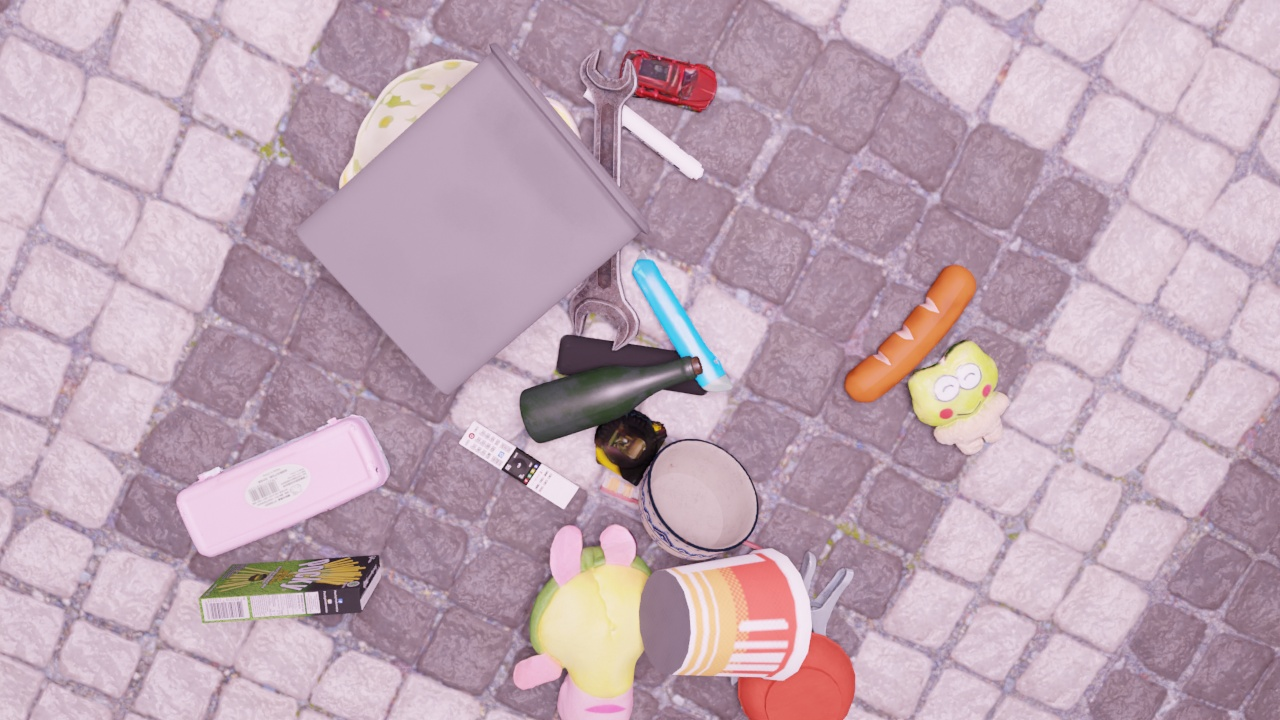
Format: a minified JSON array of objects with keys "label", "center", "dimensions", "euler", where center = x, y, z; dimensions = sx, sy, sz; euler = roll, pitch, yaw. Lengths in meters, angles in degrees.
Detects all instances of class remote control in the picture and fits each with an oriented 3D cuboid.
[{"label":"remote control","center":[-0.120,0.103,0.912],"dimensions":[0.124,0.011,0.028],"euler":[34,97,-8]},{"label":"remote control","center":[-0.005,0.005,0.895],"dimensions":[0.152,0.020,0.041],"euler":[9,99,-2]}]

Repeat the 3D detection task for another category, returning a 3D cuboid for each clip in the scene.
[{"label":"clip","center":[0.184,0.293,0.953],"dimensions":[0.143,0.029,0.172],"euler":[33,99,-9]}]

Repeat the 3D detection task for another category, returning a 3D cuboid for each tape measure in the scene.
[{"label":"tape measure","center":[-0.013,0.079,0.899],"dimensions":[0.062,0.038,0.067],"euler":[32,98,-7]}]

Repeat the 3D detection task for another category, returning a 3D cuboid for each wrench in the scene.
[{"label":"wrench","center":[-0.031,-0.144,0.849],"dimensions":[0.070,0.010,0.273],"euler":[5,104,16]}]

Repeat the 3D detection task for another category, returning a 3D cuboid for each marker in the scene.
[{"label":"marker","center":[0.004,-0.213,0.857],"dimensions":[0.133,0.020,0.017],"euler":[36,83,-10]}]

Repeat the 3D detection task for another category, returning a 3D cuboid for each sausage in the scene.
[{"label":"sausage","center":[0.264,-0.022,0.891],"dimensions":[0.044,0.039,0.164],"euler":[41,96,-3]}]

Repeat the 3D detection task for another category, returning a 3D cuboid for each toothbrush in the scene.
[{"label":"toothbrush","center":[0.046,0.158,0.929],"dimensions":[0.184,0.015,0.016],"euler":[23,95,-7]}]

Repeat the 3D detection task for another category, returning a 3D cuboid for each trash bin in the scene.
[{"label":"trash bin","center":[-0.135,-0.114,0.770],"dimensions":[0.220,0.097,0.192],"euler":[-40,100,7]}]

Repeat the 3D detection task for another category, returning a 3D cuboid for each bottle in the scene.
[{"label":"bottle","center":[-0.025,0.029,0.866],"dimensions":[0.174,0.055,0.055],"euler":[-17,101,11]}]

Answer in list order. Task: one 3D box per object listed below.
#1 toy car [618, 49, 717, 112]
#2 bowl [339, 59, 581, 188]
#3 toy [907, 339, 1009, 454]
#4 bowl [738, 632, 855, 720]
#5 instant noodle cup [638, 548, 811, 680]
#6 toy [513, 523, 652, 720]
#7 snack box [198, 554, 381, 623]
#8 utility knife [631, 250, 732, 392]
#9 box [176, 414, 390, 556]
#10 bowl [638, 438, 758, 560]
[{"label":"toy car","center":[0.026,-0.258,0.842],"dimensions":[0.091,0.036,0.042],"euler":[12,99,-10]},{"label":"bowl","center":[-0.159,-0.172,0.837],"dimensions":[0.219,0.060,0.188],"euler":[-18,101,2]},{"label":"toy","center":[0.317,0.041,0.903],"dimensions":[0.092,0.046,0.115],"euler":[-34,108,1]},{"label":"bowl","center":[0.161,0.337,0.928],"dimensions":[0.122,0.035,0.122],"euler":[0,101,-2]},{"label":"instant noodle cup","center":[0.074,0.243,0.868],"dimensions":[0.121,0.123,0.123],"euler":[5,101,-29]},{"label":"toy","center":[-0.041,0.270,0.909],"dimensions":[0.189,0.088,0.238],"euler":[-11,107,-23]},{"label":"snack box","center":[-0.336,0.220,0.890],"dimensions":[0.147,0.080,0.025],"euler":[-3,100,-2]},{"label":"utility knife","center":[0.037,-0.035,0.881],"dimensions":[0.031,0.015,0.158],"euler":[-30,90,-4]},{"label":"box","center":[-0.348,0.121,0.896],"dimensions":[0.202,0.044,0.086],"euler":[-23,95,3]},{"label":"bowl","center":[0.049,0.140,0.884],"dimensions":[0.115,0.115,0.059],"euler":[28,140,-7]}]
